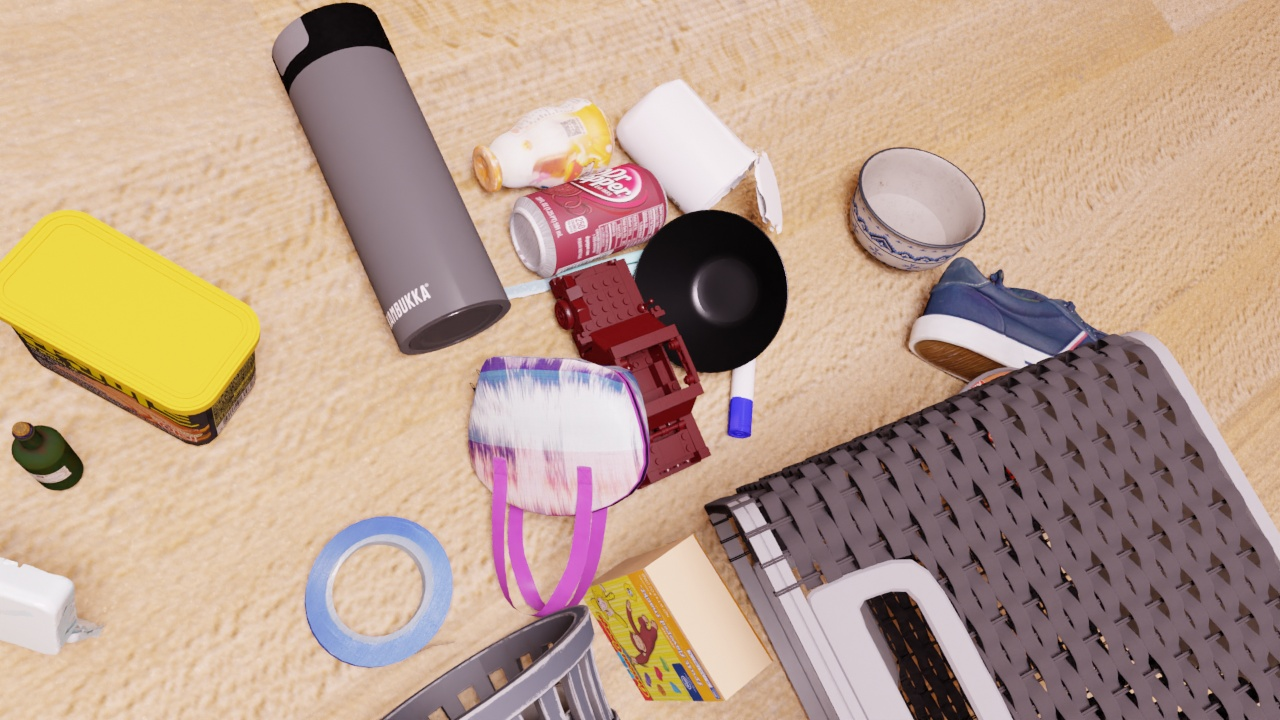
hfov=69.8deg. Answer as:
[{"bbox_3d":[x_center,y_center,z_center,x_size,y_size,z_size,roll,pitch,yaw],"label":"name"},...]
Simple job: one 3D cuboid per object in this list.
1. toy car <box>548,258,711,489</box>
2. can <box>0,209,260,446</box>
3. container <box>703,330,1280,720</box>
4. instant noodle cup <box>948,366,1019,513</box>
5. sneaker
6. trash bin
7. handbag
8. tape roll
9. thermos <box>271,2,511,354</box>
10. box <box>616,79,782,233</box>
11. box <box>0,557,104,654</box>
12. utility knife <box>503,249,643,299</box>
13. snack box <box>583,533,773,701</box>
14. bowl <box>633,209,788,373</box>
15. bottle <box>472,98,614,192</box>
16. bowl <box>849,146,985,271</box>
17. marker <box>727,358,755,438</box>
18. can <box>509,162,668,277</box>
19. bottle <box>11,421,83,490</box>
[{"bbox_3d":[-0.005,0.004,0.677,0.070,0.062,0.170,-21,85,-27],"label":"toy car"},{"bbox_3d":[-0.300,-0.012,0.548,0.131,0.101,0.072,31,63,-9],"label":"can"},{"bbox_3d":[0.209,0.146,0.566,0.243,0.246,0.247,-26,82,-3],"label":"container"},{"bbox_3d":[0.337,0.082,0.766,0.121,0.124,0.123,19,65,-25],"label":"instant noodle cup"},{"bbox_3d":[0.385,-0.009,0.820,0.294,0.121,0.127,26,76,-8],"label":"sneaker"},{"bbox_3d":[-0.044,0.282,0.514,0.164,0.165,0.227,-29,87,-28],"label":"trash bin"},{"bbox_3d":[-0.061,0.084,0.614,0.068,0.145,0.170,11,82,-62],"label":"handbag"},{"bbox_3d":[-0.168,0.148,0.590,0.091,0.016,0.093,-7,74,-24],"label":"tape roll"},{"bbox_3d":[-0.178,-0.129,0.649,0.082,0.082,0.240,-21,80,-27],"label":"thermos"},{"bbox_3d":[0.060,-0.158,0.752,0.092,0.081,0.161,-41,92,13],"label":"box"},{"bbox_3d":[-0.379,0.101,0.455,0.197,0.136,0.043,25,58,-12],"label":"box"},{"bbox_3d":[-0.048,-0.064,0.719,0.168,0.015,0.022,-16,77,-22],"label":"utility knife"},{"bbox_3d":[0.018,0.170,0.594,0.040,0.126,0.088,-29,84,-28],"label":"snack box"},{"bbox_3d":[0.061,-0.054,0.721,0.124,0.124,0.052,60,22,7],"label":"bowl"},{"bbox_3d":[-0.075,-0.163,0.713,0.108,0.063,0.063,-26,82,-28],"label":"bottle"},{"bbox_3d":[0.240,-0.128,0.821,0.115,0.059,0.115,5,57,-9],"label":"bowl"},{"bbox_3d":[0.085,-0.007,0.745,0.020,0.020,0.141,14,67,-17],"label":"marker"},{"bbox_3d":[-0.039,-0.109,0.708,0.114,0.063,0.063,-24,81,-27],"label":"can"},{"bbox_3d":[-0.332,0.051,0.509,0.025,0.106,0.025,7,69,-19],"label":"bottle"}]
